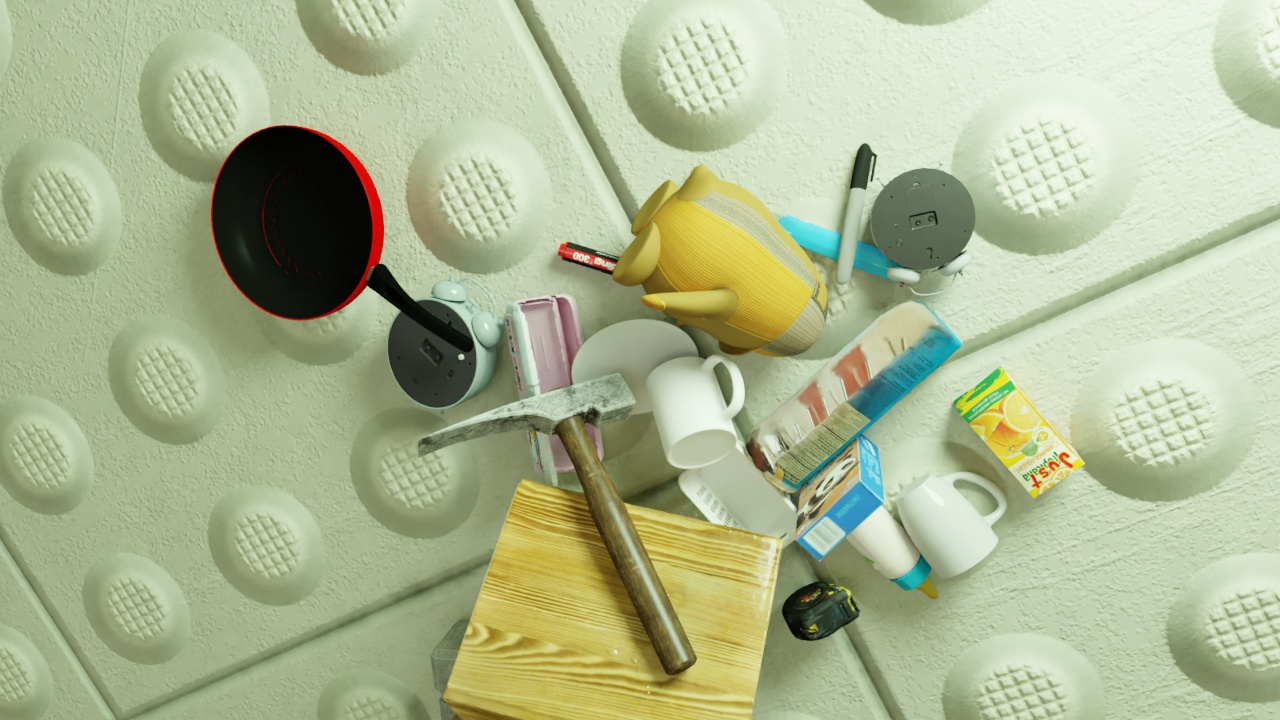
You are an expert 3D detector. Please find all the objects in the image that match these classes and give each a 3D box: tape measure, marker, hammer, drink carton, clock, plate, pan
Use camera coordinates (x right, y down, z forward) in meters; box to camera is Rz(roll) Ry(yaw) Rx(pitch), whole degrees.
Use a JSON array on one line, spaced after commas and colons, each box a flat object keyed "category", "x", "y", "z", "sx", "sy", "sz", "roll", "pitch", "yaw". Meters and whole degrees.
[{"category": "tape measure", "x": 0.190, "y": 0.270, "z": 0.988, "sx": 0.071, "sy": 0.072, "sz": 0.042, "roll": -33, "pitch": 101, "yaw": -10}, {"category": "marker", "x": 0.211, "y": -0.142, "z": 0.896, "sx": 0.022, "sy": 0.016, "sz": 0.138, "roll": 9, "pitch": 96, "yaw": 10}, {"category": "hammer", "x": -0.059, "y": 0.162, "z": 0.856, "sx": 0.300, "sy": 0.217, "sz": 0.037, "roll": 62, "pitch": 155, "yaw": 26}, {"category": "drink carton", "x": 0.376, "y": 0.073, "z": 0.910, "sx": 0.058, "sy": 0.041, "sz": 0.122, "roll": -41, "pitch": 93, "yaw": 19}, {"category": "marker", "x": -0.018, "y": -0.095, "z": 0.967, "sx": 0.145, "sy": 0.021, "sz": 0.023, "roll": 18, "pitch": 67, "yaw": 8}, {"category": "clock", "x": 0.270, "y": -0.123, "z": 0.879, "sx": 0.094, "sy": 0.035, "sz": 0.122, "roll": -11, "pitch": 95, "yaw": 9}, {"category": "hammer", "x": -0.216, "y": 0.431, "z": 0.992, "sx": 0.083, "sy": 0.317, "sz": 0.163, "roll": -1, "pitch": 104, "yaw": 13}, {"category": "plate", "x": -0.006, "y": 0.006, "z": 0.965, "sx": 0.134, "sy": 0.011, "sz": 0.135, "roll": -5, "pitch": 133, "yaw": -6}, {"category": "pan", "x": -0.314, "y": -0.111, "z": 0.992, "sx": 0.356, "sy": 0.067, "sz": 0.209, "roll": 32, "pitch": 108, "yaw": 10}, {"category": "clock", "x": -0.211, "y": -0.019, "z": 1.006, "sx": 0.122, "sy": 0.045, "sz": 0.160, "roll": 43, "pitch": 113, "yaw": 12}]

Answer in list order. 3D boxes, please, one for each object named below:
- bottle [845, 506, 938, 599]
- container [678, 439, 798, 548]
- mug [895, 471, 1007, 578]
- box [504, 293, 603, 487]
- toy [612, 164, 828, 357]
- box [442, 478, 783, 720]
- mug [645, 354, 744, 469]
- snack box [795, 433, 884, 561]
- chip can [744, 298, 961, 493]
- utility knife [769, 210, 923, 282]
[{"category": "bottle", "x": 0.261, "y": 0.197, "z": 0.963, "sx": 0.146, "sy": 0.051, "sz": 0.051, "roll": 46, "pitch": 109, "yaw": -1}, {"category": "container", "x": 0.111, "y": 0.145, "z": 0.985, "sx": 0.081, "sy": 0.049, "sz": 0.129, "roll": -41, "pitch": 92, "yaw": 19}, {"category": "mug", "x": 0.320, "y": 0.153, "z": 0.937, "sx": 0.107, "sy": 0.071, "sz": 0.089, "roll": -36, "pitch": 85, "yaw": -9}, {"category": "box", "x": -0.103, "y": 0.034, "z": 0.982, "sx": 0.088, "sy": 0.095, "sz": 0.202, "roll": -6, "pitch": 103, "yaw": 16}, {"category": "toy", "x": 0.088, "y": -0.079, "z": 0.892, "sx": 0.203, "sy": 0.198, "sz": 0.163, "roll": 34, "pitch": 138, "yaw": -17}, {"category": "box", "x": -0.019, "y": 0.302, "z": 0.929, "sx": 0.279, "sy": 0.256, "sz": 0.216, "roll": 13, "pitch": 147, "yaw": 8}, {"category": "mug", "x": 0.062, "y": 0.043, "z": 0.930, "sx": 0.073, "sy": 0.090, "sz": 0.111, "roll": 16, "pitch": 134, "yaw": -36}, {"category": "snack box", "x": 0.196, "y": 0.130, "z": 0.907, "sx": 0.034, "sy": 0.151, "sz": 0.087, "roll": 42, "pitch": 109, "yaw": -1}, {"category": "chip can", "x": 0.209, "y": 0.034, "z": 0.922, "sx": 0.080, "sy": 0.079, "sz": 0.230, "roll": 45, "pitch": 108, "yaw": -1}, {"category": "utility knife", "x": 0.197, "y": -0.115, "z": 0.916, "sx": 0.173, "sy": 0.015, "sz": 0.031, "roll": 22, "pitch": 105, "yaw": 4}]
